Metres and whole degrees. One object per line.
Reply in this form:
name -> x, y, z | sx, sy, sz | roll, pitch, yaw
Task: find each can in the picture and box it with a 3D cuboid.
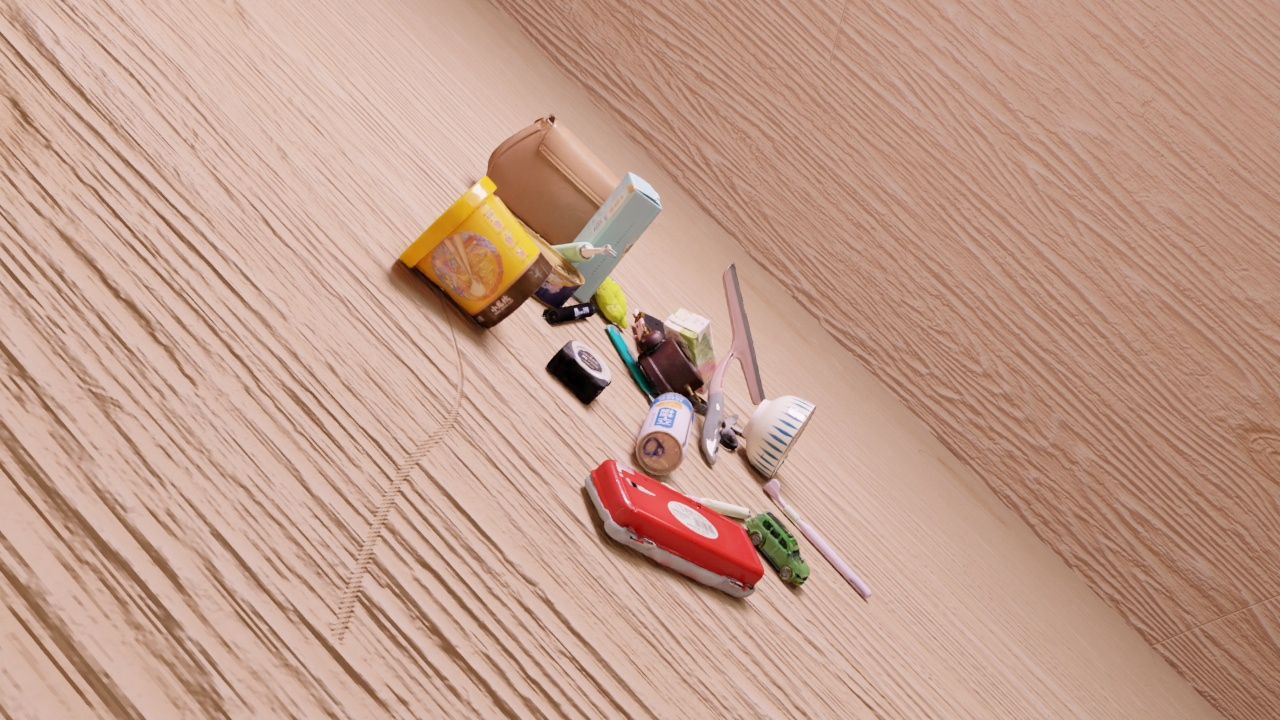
can -> 0.028, 0.079, 1.004 | 0.053, 0.053, 0.134 | 42, 16, -4
can -> -0.140, -0.125, 1.129 | 0.148, 0.049, 0.074 | 38, 17, -20

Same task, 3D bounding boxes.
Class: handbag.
handbag -> -0.118, -0.249, 1.323 | 0.204, 0.148, 0.099 | 41, 17, -24

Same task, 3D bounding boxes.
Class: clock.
clock -> 0.033, 0.004, 1.172 | 0.122, 0.055, 0.082 | 57, 6, 17

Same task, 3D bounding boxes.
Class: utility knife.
utility knife -> -0.007, 0.007, 1.181 | 0.029, 0.013, 0.186 | 30, 20, -43

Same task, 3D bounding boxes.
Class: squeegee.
squeegee -> 0.106, 0.043, 1.200 | 0.248, 0.040, 0.248 | -69, 150, -46

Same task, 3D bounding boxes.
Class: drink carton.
drink carton -> 0.070, -0.013, 1.234 | 0.053, 0.045, 0.123 | 27, -31, 30

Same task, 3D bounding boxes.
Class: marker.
marker -> -0.088, -0.060, 1.147 | 0.022, 0.020, 0.131 | 17, 11, 15

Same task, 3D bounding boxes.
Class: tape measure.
tape measure -> -0.064, 0.011, 0.993 | 0.066, 0.034, 0.066 | 45, 18, -2

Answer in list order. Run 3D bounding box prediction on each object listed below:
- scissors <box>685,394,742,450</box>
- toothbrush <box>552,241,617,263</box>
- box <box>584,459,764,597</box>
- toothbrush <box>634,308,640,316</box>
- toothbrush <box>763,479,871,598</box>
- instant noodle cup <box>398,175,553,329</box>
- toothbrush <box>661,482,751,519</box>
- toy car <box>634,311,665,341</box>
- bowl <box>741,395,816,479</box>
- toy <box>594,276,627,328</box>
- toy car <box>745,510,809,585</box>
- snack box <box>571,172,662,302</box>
scissors -> 0.121, 0.088, 1.286 | 0.177, 0.014, 0.159 | 37, 17, -23
toothbrush -> -0.081, -0.137, 1.169 | 0.027, 0.026, 0.225 | 38, -11, -21
box -> 0.033, 0.160, 0.845 | 0.201, 0.047, 0.086 | 32, 19, -35
toothbrush -> 0.033, -0.020, 1.342 | 0.016, 0.017, 0.187 | 30, 21, -46
toothbrush -> 0.227, 0.229, 1.174 | 0.021, 0.029, 0.189 | -33, 75, -32
instant noodle cup -> -0.159, -0.103, 0.918 | 0.114, 0.119, 0.118 | 47, 14, -16
toothbrush -> 0.073, 0.155, 0.983 | 0.189, 0.020, 0.029 | 23, 56, -54
toy car -> 0.020, -0.033, 1.304 | 0.056, 0.037, 0.122 | 26, 18, -16
bowl -> 0.180, 0.095, 1.241 | 0.066, 0.116, 0.116 | 32, 13, 13
toy -> -0.043, -0.087, 1.296 | 0.096, 0.031, 0.100 | 58, 13, 0
toy car -> 0.155, 0.208, 1.018 | 0.091, 0.036, 0.043 | 53, 16, 18
snack box -> -0.045, -0.166, 1.240 | 0.051, 0.175, 0.074 | 34, 19, -21
